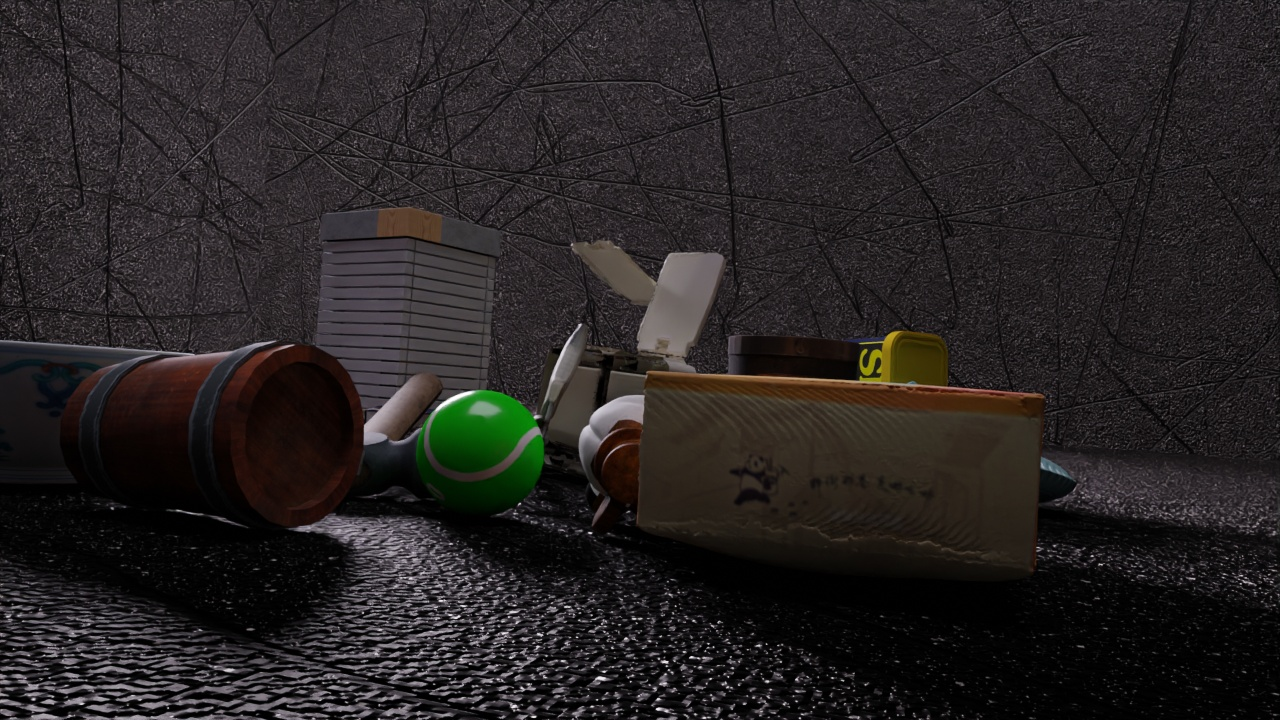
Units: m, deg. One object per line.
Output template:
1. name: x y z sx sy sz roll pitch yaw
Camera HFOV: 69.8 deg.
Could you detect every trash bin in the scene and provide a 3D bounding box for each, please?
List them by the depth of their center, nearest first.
1. trash bin: -0.270 -0.037 1.055 0.143 0.247 0.142 3 -2 33

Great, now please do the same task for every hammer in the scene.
1. hammer: -0.177 0.042 0.661 0.129 0.040 0.321 0 7 -5

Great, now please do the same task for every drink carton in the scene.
1. drink carton: -0.217 0.063 0.837 0.064 0.040 0.130 5 -2 -11

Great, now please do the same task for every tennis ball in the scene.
1. tennis ball: -0.082 0.048 0.475 0.065 0.065 0.065 4 -2 0

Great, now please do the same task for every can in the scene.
1. can: 0.211 0.045 0.829 0.075 0.135 0.104 5 -4 -34

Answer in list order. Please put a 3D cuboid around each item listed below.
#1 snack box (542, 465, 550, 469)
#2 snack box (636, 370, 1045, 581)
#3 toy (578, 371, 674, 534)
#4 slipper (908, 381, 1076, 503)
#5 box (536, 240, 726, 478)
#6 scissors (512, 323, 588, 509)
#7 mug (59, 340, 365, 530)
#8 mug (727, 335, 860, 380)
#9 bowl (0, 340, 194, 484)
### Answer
1. snack box: 0.008 0.067 0.790 0.145 0.042 0.144 -4 -3 23
2. snack box: 0.095 0.050 0.419 0.145 0.080 0.195 3 -1 17
3. toy: 0.002 0.048 0.466 0.067 0.087 0.112 32 6 -4
4. slipper: 0.191 0.050 0.694 0.276 0.069 0.116 13 -11 6
5. box: -0.003 0.004 0.685 0.080 0.180 0.144 11 -1 -42
6. scissors: -0.061 0.037 0.606 0.015 0.178 0.199 19 -30 -2
7. mug: -0.190 0.040 0.434 0.111 0.081 0.117 -1 -21 24
8. mug: 0.074 0.040 0.570 0.116 0.107 0.080 3 -2 14
9. bowl: -0.330 0.028 0.509 0.144 0.074 0.144 4 -2 0
